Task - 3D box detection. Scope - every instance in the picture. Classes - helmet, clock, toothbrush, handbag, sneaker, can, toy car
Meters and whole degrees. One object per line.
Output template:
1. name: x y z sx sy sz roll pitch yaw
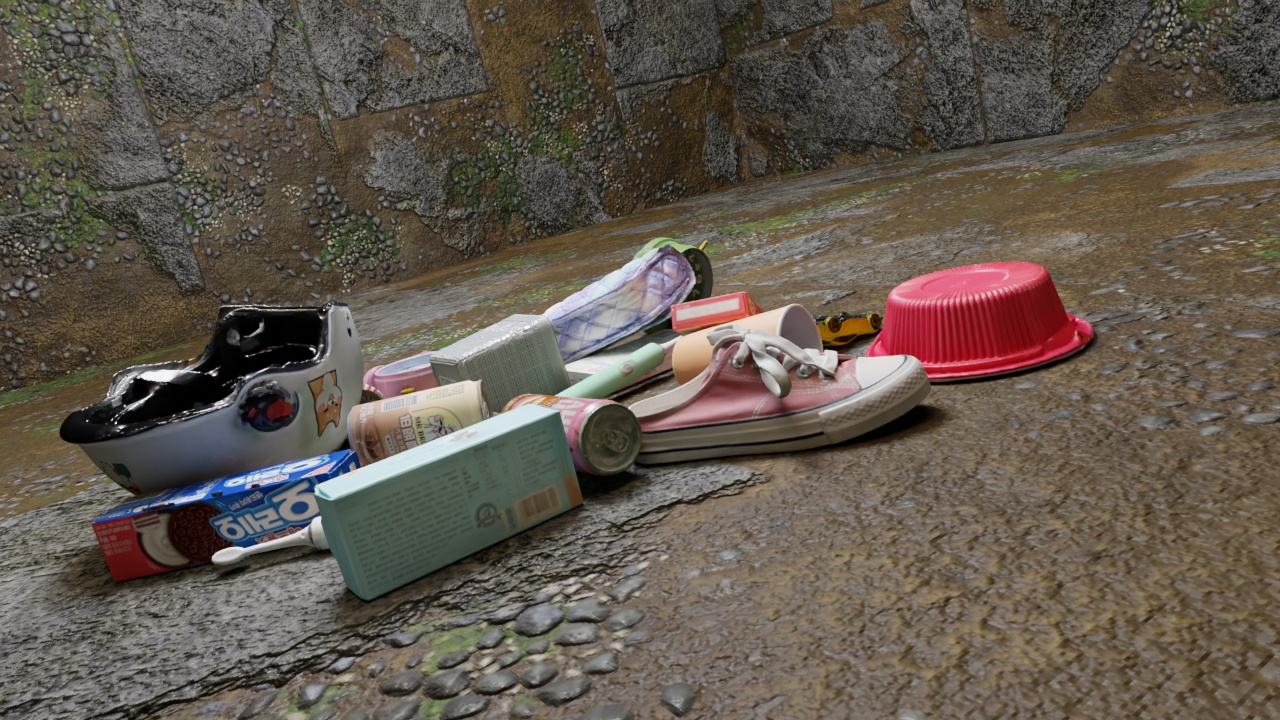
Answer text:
1. helmet: -0.381 0.055 0.881 0.230 0.157 0.273 -2 31 32
2. clock: -0.265 0.027 1.087 0.117 0.060 0.159 -21 13 -32
3. toothbrush: -0.218 0.126 0.701 0.221 0.026 0.026 -14 -26 0
4. clock: 0.033 -0.097 1.194 0.056 0.116 0.160 12 24 40
5. handbag: -0.040 -0.055 1.074 0.194 0.075 0.133 -24 14 36
6. toothbrush: -0.006 0.006 0.945 0.223 0.026 0.027 -29 -5 -33
7. sneaker: 0.096 0.017 0.708 0.241 0.088 0.118 -11 13 15
8. can: -0.187 0.056 0.790 0.116 0.058 0.058 -13 13 -2
9. can: -0.061 0.058 0.742 0.057 0.058 0.147 -22 12 -31
10. toy car: 0.202 -0.032 0.935 0.105 0.032 0.048 -8 8 -33

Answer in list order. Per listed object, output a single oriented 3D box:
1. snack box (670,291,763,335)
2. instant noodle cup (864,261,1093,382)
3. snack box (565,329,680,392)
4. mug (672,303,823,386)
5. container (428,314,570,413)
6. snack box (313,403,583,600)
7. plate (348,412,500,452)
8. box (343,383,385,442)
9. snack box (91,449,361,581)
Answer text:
1. snack box: 0.089 -0.033 0.925 0.075 0.025 0.152 -10 -13 18
2. instant noodle cup: 0.290 -0.041 0.810 0.194 0.066 0.193 -14 13 3
3. snack box: -0.005 -0.001 1.016 0.156 0.027 0.085 -22 16 -32
4. mug: 0.094 -0.003 0.837 0.123 0.078 0.078 -10 12 38
5. container: -0.153 0.012 0.981 0.114 0.090 0.090 -25 17 -32
6. snack box: -0.130 0.094 0.642 0.174 0.074 0.052 -21 14 -30
7. plate: -0.205 0.089 0.853 0.179 0.024 0.179 -11 13 2
8. box: -0.361 0.055 1.019 0.163 0.083 0.075 -12 2 13
9. snack box: -0.331 0.125 0.749 0.207 0.058 0.057 -13 13 5
